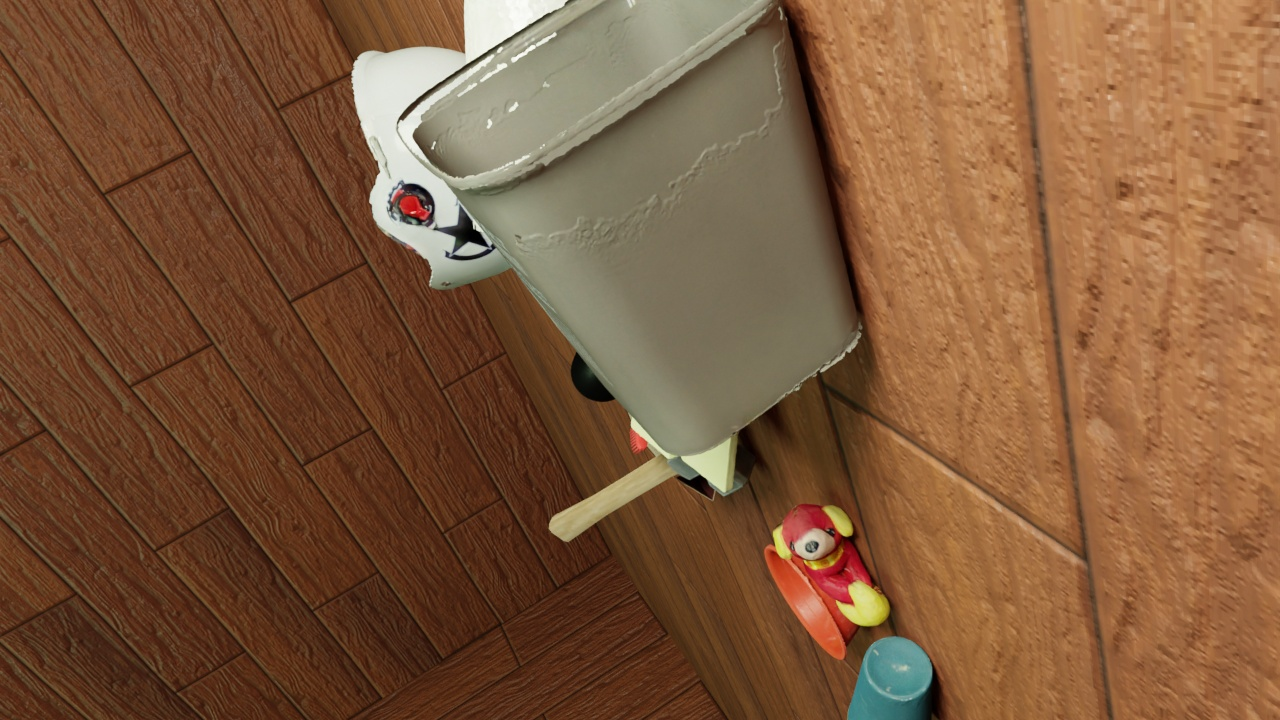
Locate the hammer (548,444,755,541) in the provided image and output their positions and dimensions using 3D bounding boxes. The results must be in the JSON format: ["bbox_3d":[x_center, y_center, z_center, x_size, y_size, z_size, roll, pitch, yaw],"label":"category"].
[{"bbox_3d":[-0.012,0.144,1.046,0.117,0.051,0.324,38,138,-13],"label":"hammer"}]

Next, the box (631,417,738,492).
[{"bbox_3d":[0.042,0.014,0.823,0.137,0.024,0.187,33,132,39],"label":"box"}]

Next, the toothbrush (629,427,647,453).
[{"bbox_3d":[-0.006,0.006,0.975,0.018,0.012,0.212,-45,36,43],"label":"toothbrush"}]

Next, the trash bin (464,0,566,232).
[{"bbox_3d":[-0.065,-0.182,0.664,0.133,0.133,0.161,-147,49,-66],"label":"trash bin"}]

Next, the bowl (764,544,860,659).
[{"bbox_3d":[0.180,0.230,0.918,0.130,0.045,0.131,56,168,18],"label":"bowl"}]

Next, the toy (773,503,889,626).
[{"bbox_3d":[0.171,0.178,0.817,0.137,0.067,0.105,51,176,-25],"label":"toy"}]

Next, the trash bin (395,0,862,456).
[{"bbox_3d":[0.008,-0.085,0.545,0.220,0.197,0.197,60,171,-34],"label":"trash bin"}]

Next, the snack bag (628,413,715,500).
[{"bbox_3d":[0.037,0.071,1.071,0.094,0.069,0.206,47,163,48],"label":"snack bag"}]

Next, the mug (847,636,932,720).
[{"bbox_3d":[0.230,0.305,0.835,0.078,0.078,0.121,50,160,41],"label":"mug"}]

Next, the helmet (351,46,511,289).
[{"bbox_3d":[-0.181,-0.219,0.979,0.236,0.164,0.264,-92,-17,-50],"label":"helmet"}]

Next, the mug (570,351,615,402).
[{"bbox_3d":[-0.028,0.009,1.205,0.119,0.084,0.100,30,154,-3],"label":"mug"}]
